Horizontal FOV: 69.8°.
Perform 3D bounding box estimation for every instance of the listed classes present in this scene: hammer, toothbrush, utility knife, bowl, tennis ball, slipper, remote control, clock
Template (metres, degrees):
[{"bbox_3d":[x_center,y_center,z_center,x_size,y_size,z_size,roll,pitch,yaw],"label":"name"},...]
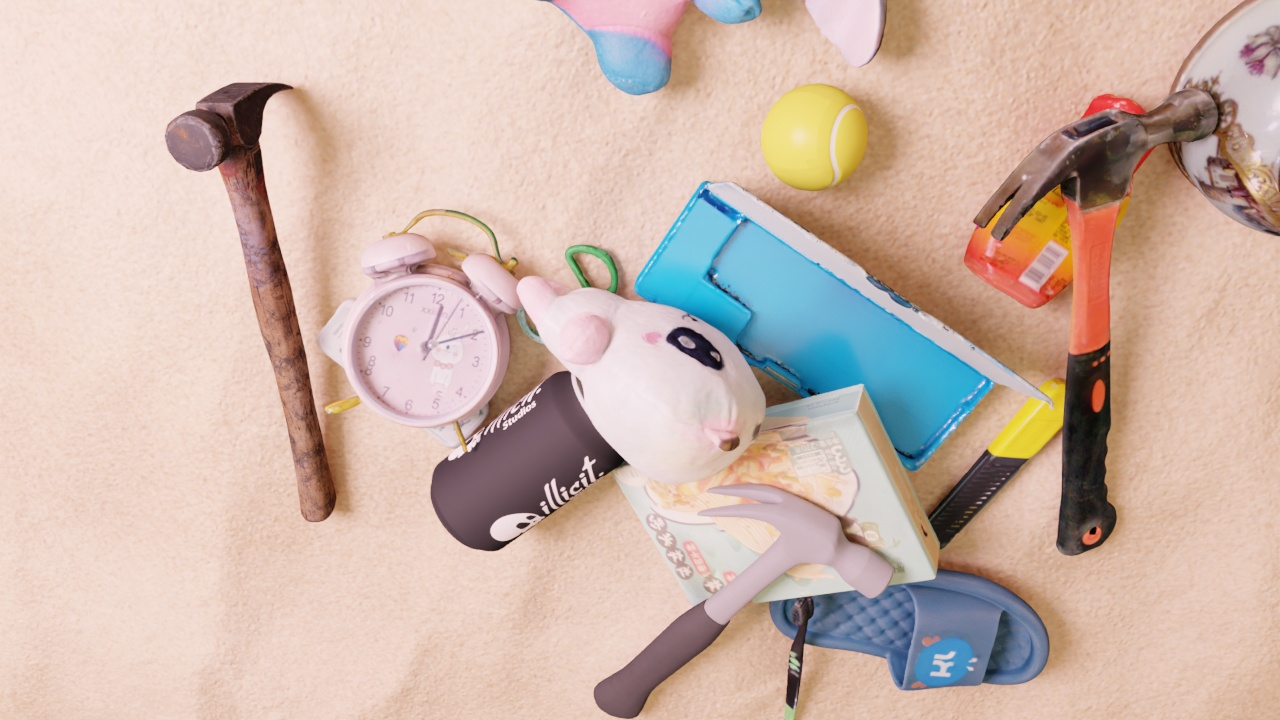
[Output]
[{"bbox_3d":[0.043,0.198,0.692,0.125,0.029,0.312,35,129,-3],"label":"hammer"},{"bbox_3d":[0.122,0.246,0.730,0.014,0.017,0.188,29,138,34],"label":"toothbrush"},{"bbox_3d":[0.255,0.085,0.675,0.029,0.020,0.174,33,110,-7],"label":"utility knife"},{"bbox_3d":[0.389,-0.127,0.510,0.160,0.093,0.160,11,132,13],"label":"bowl"},{"bbox_3d":[0.108,-0.139,0.573,0.065,0.065,0.065,2,112,4],"label":"tennis ball"},{"bbox_3d":[0.293,0.002,0.599,0.133,0.033,0.333,-19,122,-3],"label":"hammer"},{"bbox_3d":[0.206,0.205,0.703,0.214,0.059,0.104,11,120,5],"label":"slipper"},{"bbox_3d":[-0.174,0.009,0.682,0.133,0.022,0.050,40,110,-11],"label":"remote control"},{"bbox_3d":[-0.143,-0.025,0.633,0.116,0.059,0.158,17,94,-10],"label":"clock"},{"bbox_3d":[-0.251,-0.026,0.649,0.033,0.119,0.331,4,122,5],"label":"hammer"}]

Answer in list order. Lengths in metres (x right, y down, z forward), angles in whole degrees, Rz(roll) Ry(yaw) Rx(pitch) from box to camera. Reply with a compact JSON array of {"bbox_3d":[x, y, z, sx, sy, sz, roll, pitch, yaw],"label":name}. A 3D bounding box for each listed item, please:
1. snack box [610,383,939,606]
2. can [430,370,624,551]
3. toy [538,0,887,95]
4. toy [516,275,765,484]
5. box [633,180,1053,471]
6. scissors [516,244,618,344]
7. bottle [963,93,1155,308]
[{"bbox_3d":[0.094,0.104,0.655,0.194,0.044,0.141,-17,113,31],"label":"snack box"},{"bbox_3d":[-0.078,0.072,0.666,0.146,0.080,0.080,-37,104,18],"label":"can"},{"bbox_3d":[0.034,-0.241,0.526,0.192,0.098,0.224,-34,121,21],"label":"toy"},{"bbox_3d":[-0.004,0.003,0.591,0.179,0.138,0.101,39,105,6],"label":"toy"},{"bbox_3d":[0.123,-0.016,0.595,0.243,0.113,0.114,32,111,-8],"label":"box"},{"bbox_3d":[-0.034,-0.019,0.664,0.112,0.012,0.131,-22,110,16],"label":"scissors"},{"bbox_3d":[0.269,-0.102,0.582,0.071,0.048,0.134,29,112,-9],"label":"bottle"}]
